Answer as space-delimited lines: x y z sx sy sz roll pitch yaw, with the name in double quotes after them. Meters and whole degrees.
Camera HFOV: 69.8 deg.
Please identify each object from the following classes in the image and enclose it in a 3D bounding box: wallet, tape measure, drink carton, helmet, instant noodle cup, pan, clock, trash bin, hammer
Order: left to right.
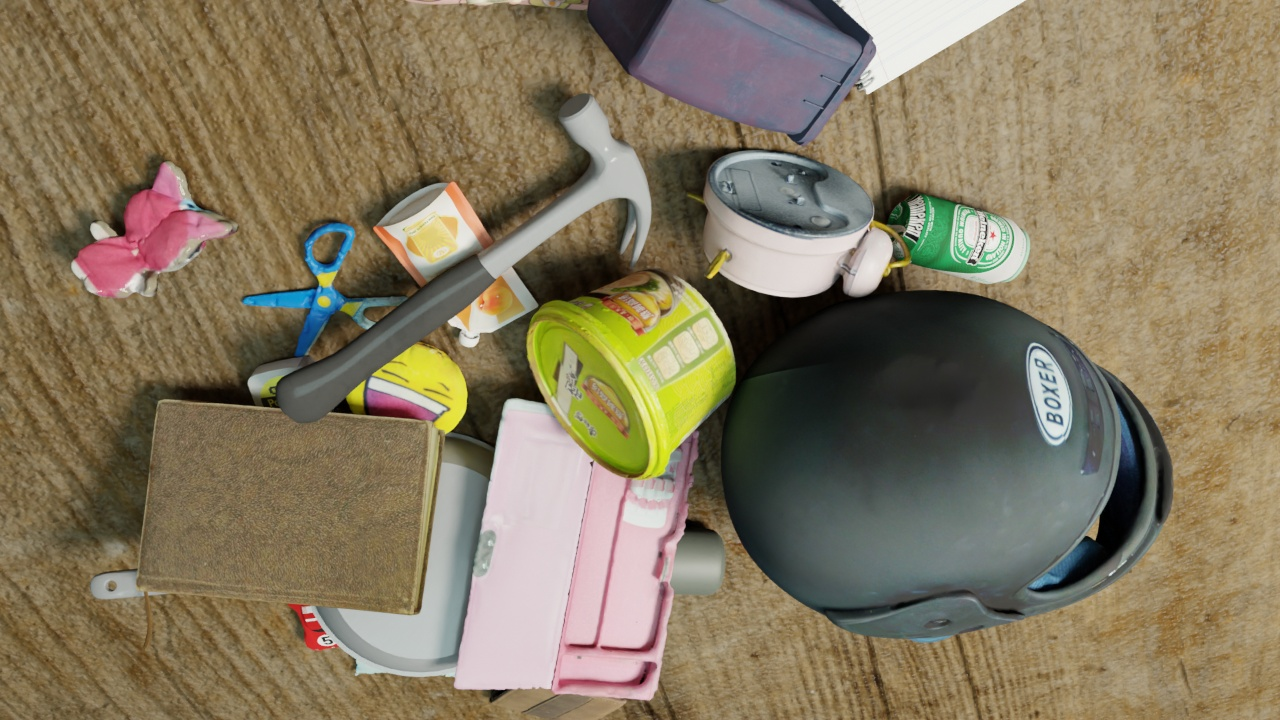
-0.268 0.030 0.719 0.064 0.016 0.065 -8 121 6 "tape measure"
-0.248 0.163 0.730 0.356 0.051 0.200 -4 89 -14 "pan"
-0.134 -0.067 0.680 0.069 0.038 0.122 -28 125 8 "drink carton"
-0.127 -0.051 0.657 0.311 0.029 0.125 -36 130 3 "hammer"
-0.081 0.325 0.886 0.098 0.026 0.121 21 144 -18 "wallet"
-0.004 0.004 0.670 0.097 0.146 0.146 -35 125 -27 "instant noodle cup"
0.060 -0.204 0.562 0.160 0.093 0.092 7 131 -39 "trash bin"
0.117 -0.095 0.650 0.158 0.116 0.059 4 129 -10 "clock"
0.213 0.066 0.652 0.317 0.248 0.236 -6 152 17 "helmet"

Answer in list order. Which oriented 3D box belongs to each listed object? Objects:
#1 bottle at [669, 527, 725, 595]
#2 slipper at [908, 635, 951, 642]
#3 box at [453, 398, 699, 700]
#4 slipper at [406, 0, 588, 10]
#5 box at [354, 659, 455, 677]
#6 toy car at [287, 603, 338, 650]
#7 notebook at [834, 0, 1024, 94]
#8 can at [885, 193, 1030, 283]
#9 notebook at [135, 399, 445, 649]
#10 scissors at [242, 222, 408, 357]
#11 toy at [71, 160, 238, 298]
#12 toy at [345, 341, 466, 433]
0.018 0.179 0.822 0.108 0.060 0.060 4 119 -10 "bottle"
0.275 0.196 0.868 0.104 0.059 0.214 -10 122 1 "slipper"
-0.051 0.154 0.748 0.179 0.039 0.232 12 88 -22 "box"
-0.075 -0.257 0.551 0.197 0.081 0.093 -1 118 -5 "slipper"
-0.141 0.245 0.846 0.243 0.071 0.171 6 150 -11 "box"
-0.291 0.230 0.830 0.038 0.025 0.090 -9 120 -2 "toy car"
0.174 -0.321 0.586 0.178 0.013 0.245 -30 119 8 "notebook"
0.241 -0.092 0.701 0.101 0.053 0.053 12 117 -14 "can"
-0.267 0.129 0.690 0.215 0.034 0.190 6 86 1 "notebook"
-0.229 -0.045 0.690 0.127 0.015 0.126 27 118 -17 "scissors"
-0.337 -0.083 0.635 0.102 0.050 0.065 -40 97 -6 "toy"
-0.183 0.025 0.719 0.095 0.041 0.094 26 118 -18 "toy"
